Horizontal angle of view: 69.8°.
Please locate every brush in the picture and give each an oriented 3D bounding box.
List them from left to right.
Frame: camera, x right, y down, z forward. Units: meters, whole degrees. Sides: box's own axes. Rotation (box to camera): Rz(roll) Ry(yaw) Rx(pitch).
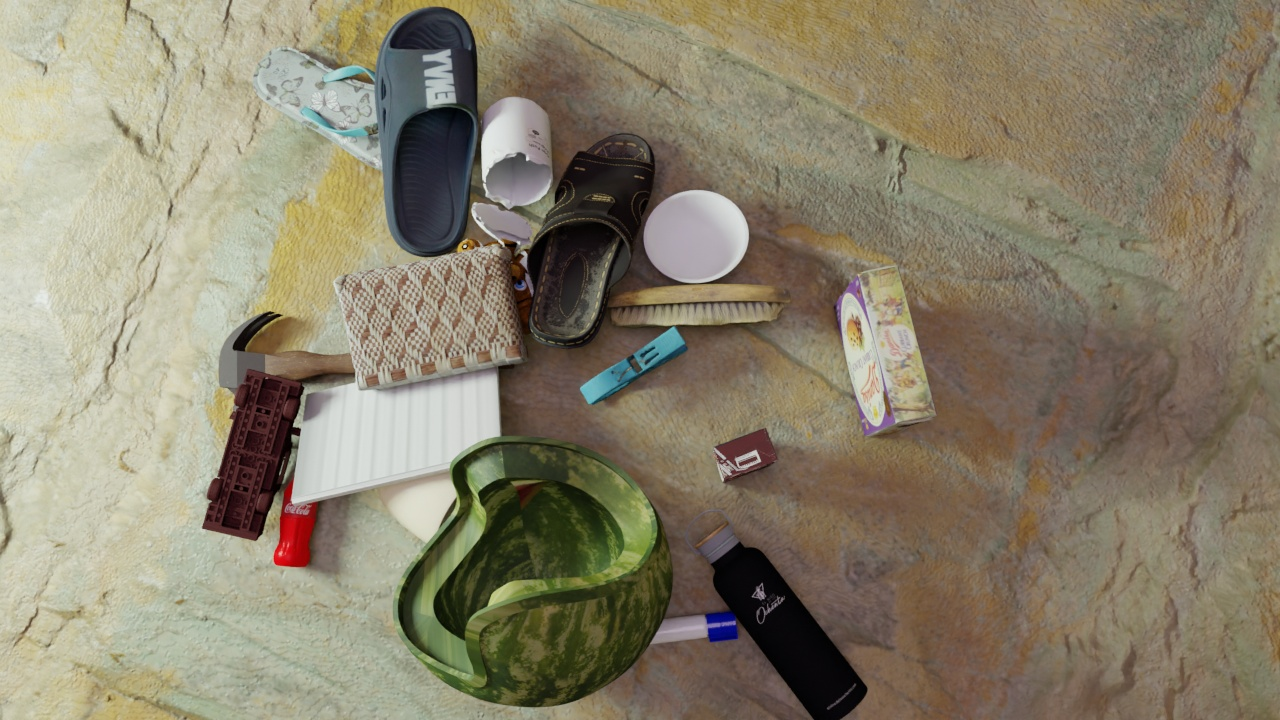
[{"bbox_3d":[0.059,-0.057,0.967,0.195,0.059,0.043,-2,91,7],"label":"brush"}]

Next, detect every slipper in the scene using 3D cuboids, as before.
[{"bbox_3d":[-0.328,-0.283,1.036,0.269,0.055,0.098,22,86,9],"label":"slipper"},{"bbox_3d":[-0.226,-0.245,0.976,0.110,0.083,0.268,1,95,-17],"label":"slipper"},{"bbox_3d":[-0.052,-0.137,0.960,0.113,0.076,0.267,14,67,9],"label":"slipper"}]

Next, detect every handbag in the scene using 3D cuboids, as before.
[{"bbox_3d":[-0.213,-0.044,0.947,0.186,0.047,0.124,-10,92,5],"label":"handbag"}]

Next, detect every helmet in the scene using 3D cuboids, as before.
[{"bbox_3d":[-0.091,0.206,0.852,0.243,0.248,0.213,8,46,-28],"label":"helmet"}]

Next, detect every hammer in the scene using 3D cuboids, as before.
[{"bbox_3d":[-0.299,0.001,1.001,0.323,0.033,0.115,-3,85,3],"label":"hammer"}]

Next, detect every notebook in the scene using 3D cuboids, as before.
[{"bbox_3d":[-0.245,0.065,0.931,0.210,0.009,0.142,-13,47,2],"label":"notebook"}]

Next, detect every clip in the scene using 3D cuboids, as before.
[{"bbox_3d":[-0.006,0.008,0.978,0.127,0.114,0.028,-30,80,-7],"label":"clip"}]

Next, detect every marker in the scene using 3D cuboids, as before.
[{"bbox_3d":[0.031,0.277,0.937,0.133,0.023,0.027,-8,102,3],"label":"marker"}]

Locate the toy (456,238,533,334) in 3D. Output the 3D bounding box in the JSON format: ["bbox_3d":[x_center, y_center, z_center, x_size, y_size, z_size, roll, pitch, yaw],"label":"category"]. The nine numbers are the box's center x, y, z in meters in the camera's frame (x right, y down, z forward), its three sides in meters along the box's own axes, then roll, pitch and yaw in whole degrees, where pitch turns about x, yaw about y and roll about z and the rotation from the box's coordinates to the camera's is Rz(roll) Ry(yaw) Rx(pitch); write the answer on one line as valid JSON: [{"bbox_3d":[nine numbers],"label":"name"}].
[{"bbox_3d":[-0.141,-0.083,0.985,0.087,0.067,0.112,-25,67,-14],"label":"toy"}]

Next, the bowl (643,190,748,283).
[{"bbox_3d":[0.060,-0.124,0.983,0.110,0.040,0.109,-2,69,5],"label":"bowl"}]

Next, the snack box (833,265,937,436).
[{"bbox_3d":[0.237,-0.004,0.902,0.040,0.143,0.148,-12,80,1],"label":"snack box"}]

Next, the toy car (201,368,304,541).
[{"bbox_3d":[-0.404,0.098,0.968,0.070,0.062,0.170,16,89,-10],"label":"toy car"}]

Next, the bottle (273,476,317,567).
[{"bbox_3d":[-0.364,0.159,0.979,0.036,0.036,0.119,5,81,5],"label":"bottle"}]

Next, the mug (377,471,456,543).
[{"bbox_3d":[-0.208,0.120,0.942,0.100,0.096,0.120,30,85,19],"label":"mug"}]

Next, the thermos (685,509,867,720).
[{"bbox_3d":[0.128,0.249,0.914,0.061,0.061,0.231,-38,80,-2],"label":"thermos"}]

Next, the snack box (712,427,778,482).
[{"bbox_3d":[0.100,0.095,0.899,0.051,0.141,0.031,-20,80,1],"label":"snack box"}]

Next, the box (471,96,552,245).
[{"bbox_3d":[-0.132,-0.197,0.971,0.093,0.083,0.165,-37,44,32],"label":"box"}]
